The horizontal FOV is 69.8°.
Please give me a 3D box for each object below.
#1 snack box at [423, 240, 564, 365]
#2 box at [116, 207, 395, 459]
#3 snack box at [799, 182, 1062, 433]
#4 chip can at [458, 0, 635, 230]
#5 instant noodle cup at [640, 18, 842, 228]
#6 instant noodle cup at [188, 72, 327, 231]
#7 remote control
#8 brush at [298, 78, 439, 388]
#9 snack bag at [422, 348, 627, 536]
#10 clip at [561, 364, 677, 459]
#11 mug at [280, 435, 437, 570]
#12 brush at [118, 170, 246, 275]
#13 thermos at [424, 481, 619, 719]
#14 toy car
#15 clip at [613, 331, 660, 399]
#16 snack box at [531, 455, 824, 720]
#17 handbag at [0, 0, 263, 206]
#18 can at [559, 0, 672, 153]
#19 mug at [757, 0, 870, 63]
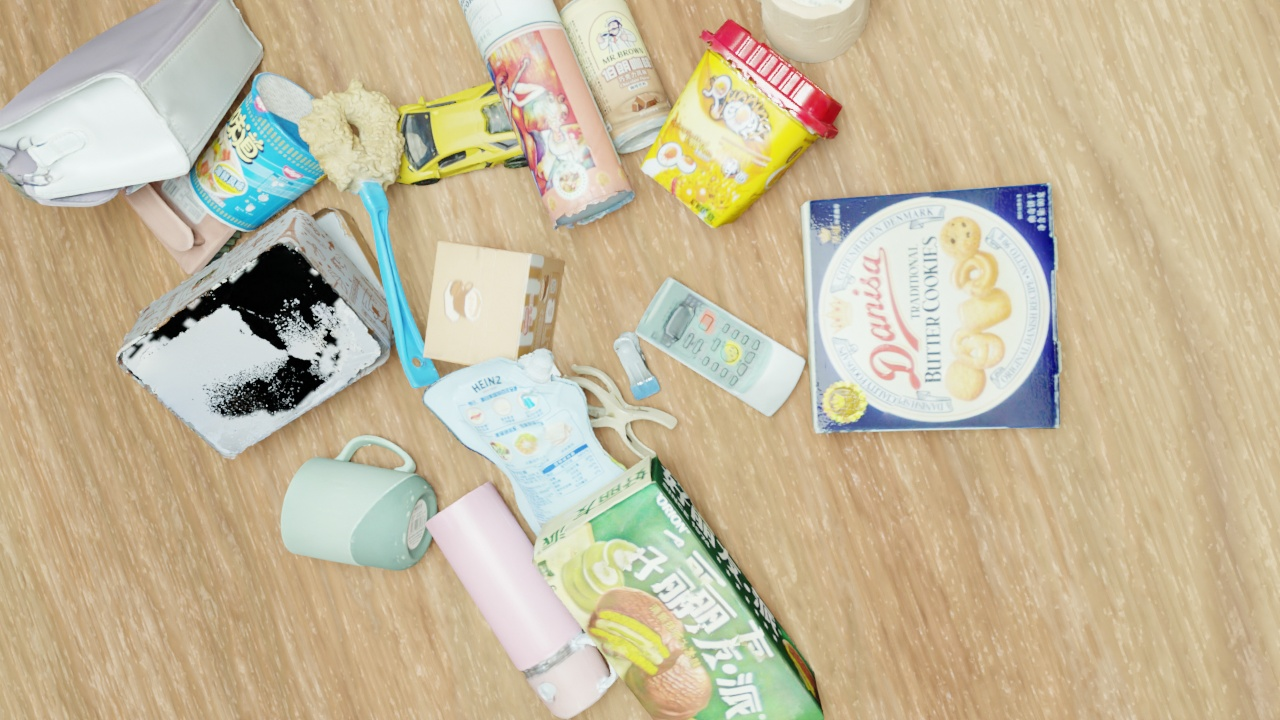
[{"bbox_3d":[-0.116,-0.043,0.739,0.077,0.094,0.093,10,95,10],"label":"snack box"},{"bbox_3d":[-0.306,-0.036,0.784,0.182,0.158,0.148,-31,122,7],"label":"box"},{"bbox_3d":[0.219,-0.036,0.701,0.183,0.045,0.178,-3,92,10],"label":"snack box"},{"bbox_3d":[-0.075,-0.211,0.701,0.071,0.071,0.214,-23,90,11],"label":"chip can"},{"bbox_3d":[0.073,-0.173,0.694,0.116,0.115,0.124,41,110,6],"label":"instant noodle cup"},{"bbox_3d":[-0.319,-0.170,0.777,0.110,0.099,0.099,-36,86,19],"label":"instant noodle cup"},{"bbox_3d":[0.065,-0.011,0.745,0.135,0.019,0.056,33,98,8],"label":"remote control"},{"bbox_3d":[-0.209,-0.102,0.741,0.046,0.083,0.254,-12,94,46],"label":"brush"},{"bbox_3d":[-0.076,0.073,0.720,0.110,0.038,0.191,-17,122,22],"label":"snack bag"},{"bbox_3d":[-0.019,0.034,0.750,0.103,0.034,0.076,22,113,8],"label":"clip"},{"bbox_3d":[-0.232,0.119,0.783,0.106,0.082,0.111,7,63,11],"label":"mug"},{"bbox_3d":[-0.419,-0.147,0.803,0.063,0.073,0.145,-44,83,10],"label":"brush"},{"bbox_3d":[-0.092,0.195,0.758,0.087,0.067,0.198,-38,84,34],"label":"thermos"},{"bbox_3d":[-0.151,-0.189,0.766,0.156,0.041,0.071,-10,91,12],"label":"toy car"},{"bbox_3d":[-0.004,0.004,0.762,0.024,0.027,0.056,-23,99,13],"label":"clip"},{"bbox_3d":[0.031,0.202,0.713,0.114,0.063,0.240,-33,101,10],"label":"snack box"},{"bbox_3d":[-0.404,-0.213,0.735,0.145,0.196,0.098,-12,130,10],"label":"handbag"},{"bbox_3d":[-0.019,-0.228,0.729,0.058,0.058,0.116,-24,89,11],"label":"can"},{"bbox_3d":[0.111,-0.284,0.679,0.124,0.103,0.084,26,97,8],"label":"mug"}]
